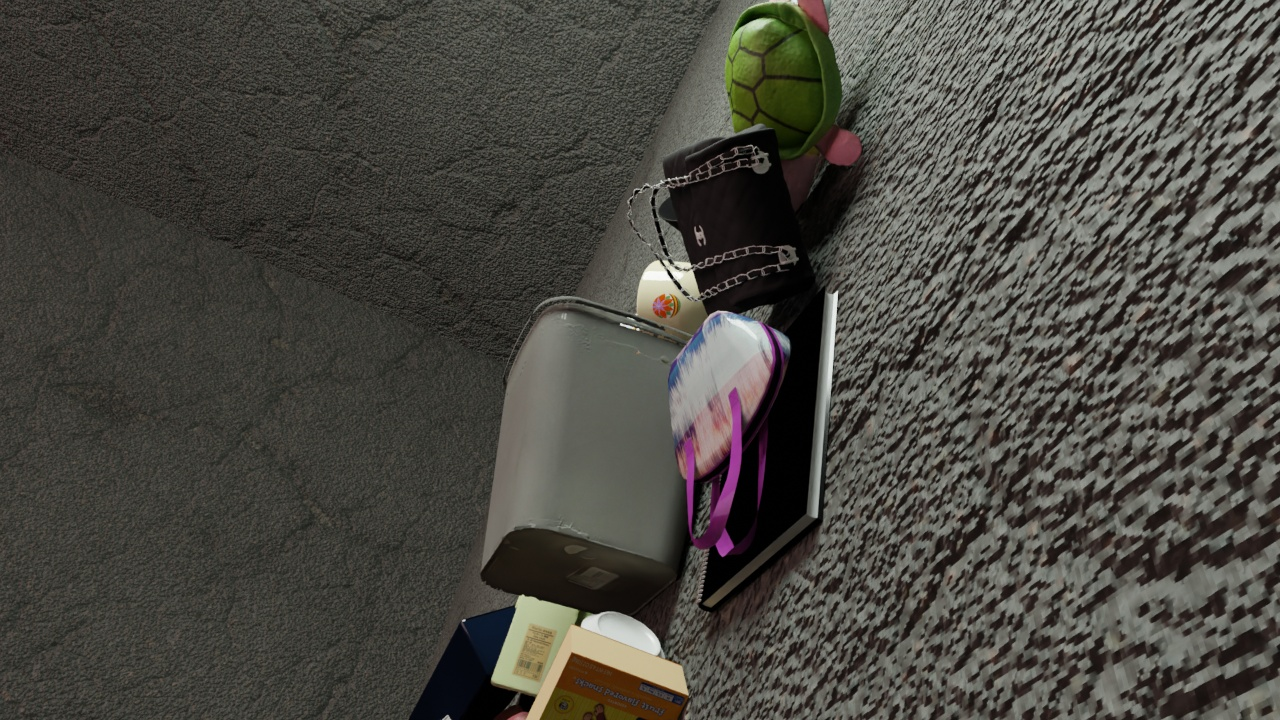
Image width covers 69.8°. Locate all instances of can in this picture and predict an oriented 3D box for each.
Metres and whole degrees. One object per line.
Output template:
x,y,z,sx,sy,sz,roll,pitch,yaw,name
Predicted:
-0.036,0.266,0.718,0.072,0.072,0.129,-101,35,-74,can

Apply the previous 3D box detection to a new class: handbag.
0.060,0.058,0.649,0.145,0.068,0.169,126,158,-45,handbag
0.068,-0.112,0.763,0.125,0.114,0.153,172,84,-70,handbag

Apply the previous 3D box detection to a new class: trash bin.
-0.043,0.098,0.852,0.198,0.197,0.219,125,159,-51,trash bin

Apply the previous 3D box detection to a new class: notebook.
0.093,0.062,0.666,0.149,0.016,0.206,124,166,-46,notebook

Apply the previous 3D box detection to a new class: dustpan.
-0.195,0.388,1.051,0.080,0.272,0.237,54,131,32,dustpan

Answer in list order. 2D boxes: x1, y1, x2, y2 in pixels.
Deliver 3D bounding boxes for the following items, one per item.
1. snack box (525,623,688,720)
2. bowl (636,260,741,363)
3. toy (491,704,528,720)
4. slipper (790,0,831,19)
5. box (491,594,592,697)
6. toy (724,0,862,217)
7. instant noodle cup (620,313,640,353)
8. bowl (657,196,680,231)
-0.034,0.266,0.655,0.040,0.088,0.126,-109,43,-77,snack box
0.058,-0.046,0.917,0.074,0.118,0.117,-6,50,30,bowl
-0.167,0.445,0.986,0.237,0.097,0.191,-49,13,31,toy
0.151,-0.262,0.935,0.246,0.074,0.103,110,170,-56,slipper
-0.088,0.289,1.010,0.083,0.091,0.187,87,-162,-51,box
0.123,-0.227,0.814,0.190,0.087,0.239,46,144,43,toy
-0.006,0.006,1.004,0.121,0.123,0.123,-26,37,43,instant noodle cup
0.087,-0.169,1.077,0.123,0.124,0.052,-82,-26,-59,bowl
